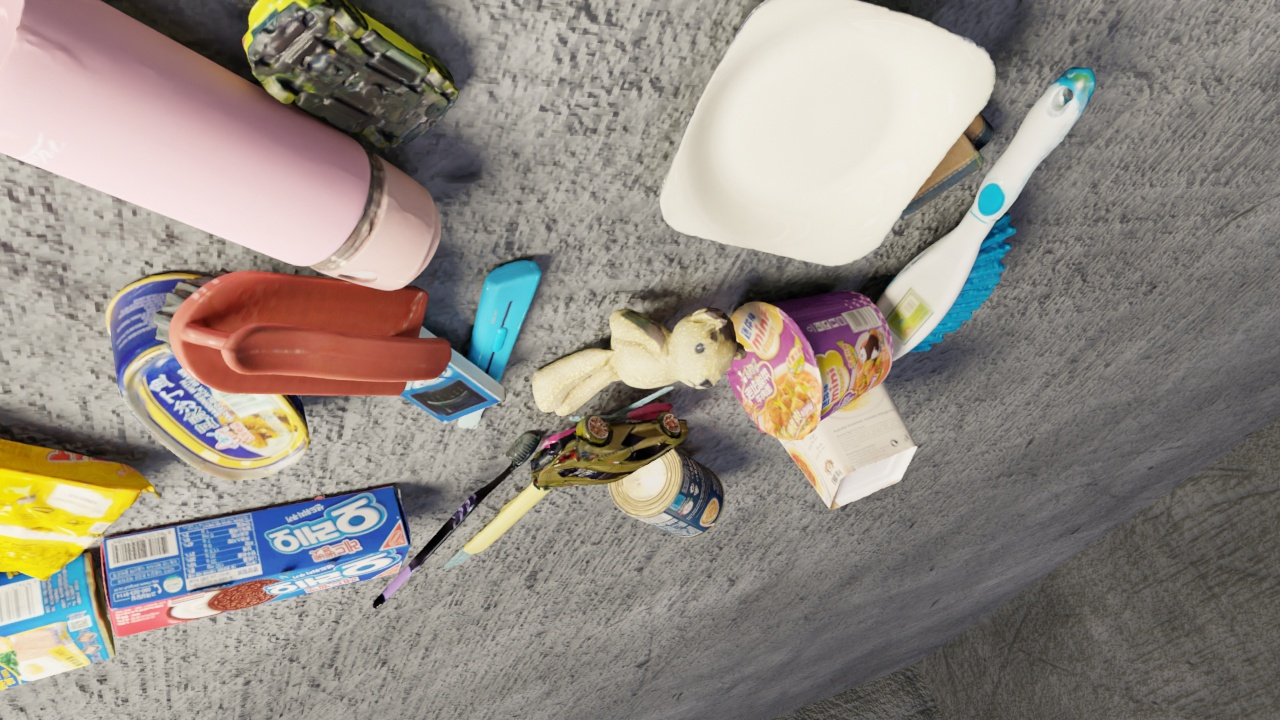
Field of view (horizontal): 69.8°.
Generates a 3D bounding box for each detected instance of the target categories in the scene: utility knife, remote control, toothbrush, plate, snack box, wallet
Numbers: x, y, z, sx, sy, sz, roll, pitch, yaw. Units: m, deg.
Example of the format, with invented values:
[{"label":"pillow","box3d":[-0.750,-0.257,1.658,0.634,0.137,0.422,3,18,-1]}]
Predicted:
[{"label":"utility knife","box3d":[-0.123,0.145,0.842,0.031,0.019,0.184,18,123,-46]},{"label":"remote control","box3d":[-0.138,0.005,0.588,0.049,0.024,0.125,-19,148,16]},{"label":"toothbrush","box3d":[-0.148,0.126,0.736,0.189,0.014,0.017,-46,138,-8]},{"label":"utility knife","box3d":[-0.103,-0.002,0.624,0.034,0.018,0.183,-10,148,-28]},{"label":"plate","box3d":[0.101,-0.133,0.530,0.163,0.034,0.165,9,135,-24]},{"label":"snack box","box3d":[-0.279,0.146,0.683,0.207,0.057,0.058,-8,149,-30]},{"label":"wallet","box3d":[0.176,-0.145,0.603,0.090,0.033,0.115,-39,145,24]}]

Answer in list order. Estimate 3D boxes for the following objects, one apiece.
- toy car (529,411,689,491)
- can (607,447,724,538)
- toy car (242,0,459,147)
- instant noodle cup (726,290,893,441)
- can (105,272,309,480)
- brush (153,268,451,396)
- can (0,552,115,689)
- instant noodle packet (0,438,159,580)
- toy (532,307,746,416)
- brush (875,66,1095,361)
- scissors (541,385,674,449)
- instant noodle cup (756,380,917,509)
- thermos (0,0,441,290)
[{"label":"toy car","box3d":[-0.020,0.073,0.735,0.157,0.042,0.070,-4,154,-46]},{"label":"can","box3d":[0.025,0.120,0.861,0.075,0.075,0.111,-33,150,12]},{"label":"toy car","box3d":[-0.123,-0.127,0.397,0.048,0.032,0.105,-36,161,16]},{"label":"instant noodle cup","box3d":[0.137,-0.004,0.728,0.099,0.111,0.112,-19,151,-31]},{"label":"can","box3d":[-0.236,0.014,0.513,0.074,0.049,0.148,-21,151,-9]},{"label":"brush","box3d":[-0.162,-0.011,0.455,0.145,0.069,0.063,3,105,-60]},{"label":"can","box3d":[-0.417,0.182,0.633,0.083,0.057,0.102,-11,148,-29]},{"label":"instant noodle packet","box3d":[-0.367,0.086,0.532,0.111,0.044,0.128,-34,152,12]},{"label":"toy","box3d":[-0.004,0.004,0.664,0.157,0.066,0.105,-18,147,19]},{"label":"brush","box3d":[0.250,-0.093,0.682,0.109,0.060,0.315,-25,156,-36]},{"label":"scissors","box3d":[-0.022,0.048,0.750,0.134,0.017,0.133,-29,162,32]},{"label":"instant noodle cup","box3d":[0.178,0.056,0.827,0.116,0.124,0.116,-21,150,-11]},{"label":"thermos","box3d":[-0.180,-0.084,0.395,0.087,0.067,0.198,-5,164,31]}]
